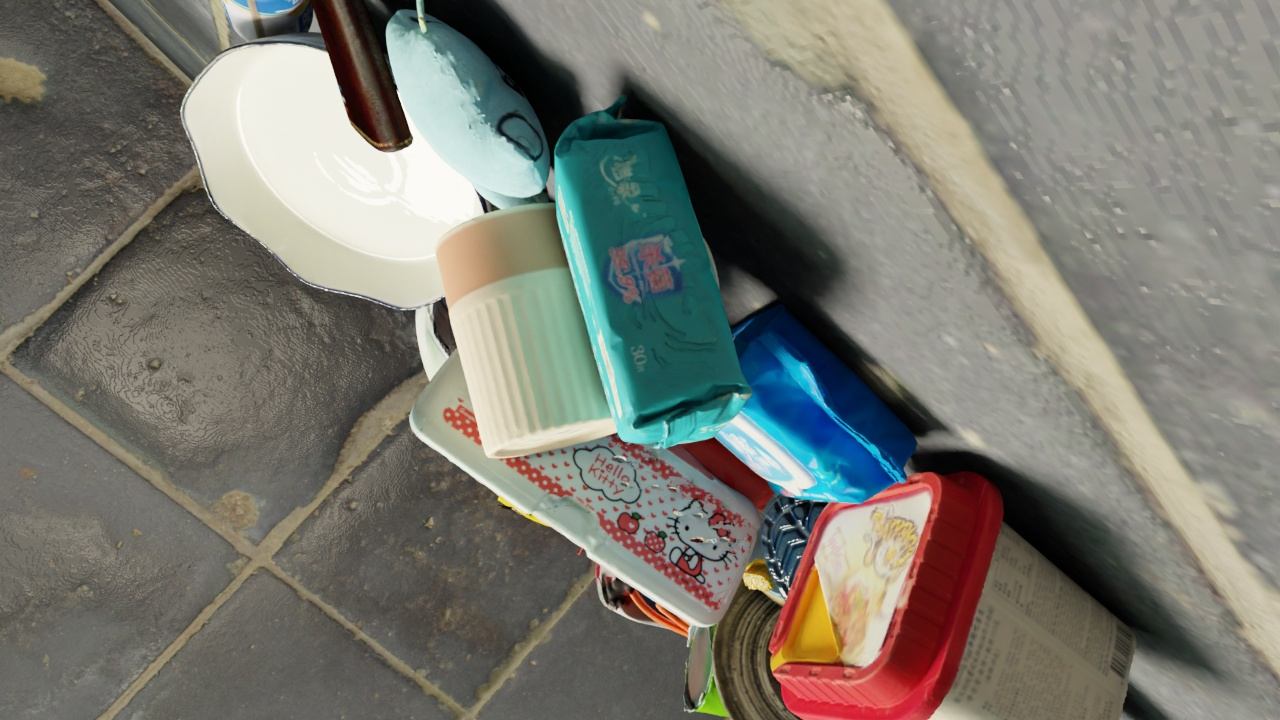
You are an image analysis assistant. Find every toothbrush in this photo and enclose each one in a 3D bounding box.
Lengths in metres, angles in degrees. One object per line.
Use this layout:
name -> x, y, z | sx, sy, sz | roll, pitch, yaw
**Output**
toothbrush -> 0.025, 0.137, 0.633 | 0.190, 0.016, 0.016 | -4, 112, 51

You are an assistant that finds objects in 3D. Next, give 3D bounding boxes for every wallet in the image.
wallet -> -0.149, -0.169, 0.449 | 0.096, 0.020, 0.122 | 38, 147, 52

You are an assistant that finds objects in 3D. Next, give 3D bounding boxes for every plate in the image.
plate -> 0.137, 0.206, 0.617 | 0.179, 0.179, 0.024 | 37, 146, 33
plate -> -0.189, -0.121, 0.596 | 0.205, 0.045, 0.205 | 11, 140, 9

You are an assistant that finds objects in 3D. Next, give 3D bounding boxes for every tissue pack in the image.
tissue pack -> 0.000, -0.030, 0.378 | 0.093, 0.050, 0.133 | 116, 138, -81
tissue pack -> 0.069, 0.027, 0.458 | 0.095, 0.052, 0.157 | 43, 171, -2

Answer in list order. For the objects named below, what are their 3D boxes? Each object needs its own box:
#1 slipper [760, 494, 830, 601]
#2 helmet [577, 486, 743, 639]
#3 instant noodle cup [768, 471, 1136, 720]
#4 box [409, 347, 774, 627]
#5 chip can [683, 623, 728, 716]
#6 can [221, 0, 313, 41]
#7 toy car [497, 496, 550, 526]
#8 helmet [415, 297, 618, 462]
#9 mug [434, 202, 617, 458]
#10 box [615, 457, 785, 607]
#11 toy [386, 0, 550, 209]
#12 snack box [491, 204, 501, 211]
slipper -> 0.178, 0.166, 0.533 | 0.253, 0.105, 0.095 | 55, -146, 8
helmet -> 0.064, 0.160, 0.794 | 0.207, 0.143, 0.240 | 21, 152, 19
instant noodle cup -> 0.142, 0.127, 0.414 | 0.124, 0.116, 0.117 | 32, 155, -10
box -> -0.013, 0.040, 0.524 | 0.201, 0.160, 0.059 | 35, 129, -6
chip can -> 0.151, 0.240, 0.678 | 0.236, 0.072, 0.072 | 12, 174, -8
can -> -0.219, -0.221, 0.536 | 0.053, 0.053, 0.135 | 46, 170, -18
toy car -> -0.055, 0.108, 0.700 | 0.071, 0.041, 0.156 | 21, 165, -33
helmet -> -0.103, 0.006, 0.785 | 0.258, 0.145, 0.229 | 46, 170, -19
mug -> -0.036, -0.014, 0.459 | 0.082, 0.114, 0.106 | -31, 70, 58
box -> 0.071, 0.095, 0.649 | 0.184, 0.089, 0.062 | 35, 167, 28
toy -> -0.082, -0.118, 0.447 | 0.161, 0.050, 0.156 | 47, 176, 35
snack box -> -0.040, -0.064, 0.580 | 0.075, 0.026, 0.154 | 48, 170, -34
